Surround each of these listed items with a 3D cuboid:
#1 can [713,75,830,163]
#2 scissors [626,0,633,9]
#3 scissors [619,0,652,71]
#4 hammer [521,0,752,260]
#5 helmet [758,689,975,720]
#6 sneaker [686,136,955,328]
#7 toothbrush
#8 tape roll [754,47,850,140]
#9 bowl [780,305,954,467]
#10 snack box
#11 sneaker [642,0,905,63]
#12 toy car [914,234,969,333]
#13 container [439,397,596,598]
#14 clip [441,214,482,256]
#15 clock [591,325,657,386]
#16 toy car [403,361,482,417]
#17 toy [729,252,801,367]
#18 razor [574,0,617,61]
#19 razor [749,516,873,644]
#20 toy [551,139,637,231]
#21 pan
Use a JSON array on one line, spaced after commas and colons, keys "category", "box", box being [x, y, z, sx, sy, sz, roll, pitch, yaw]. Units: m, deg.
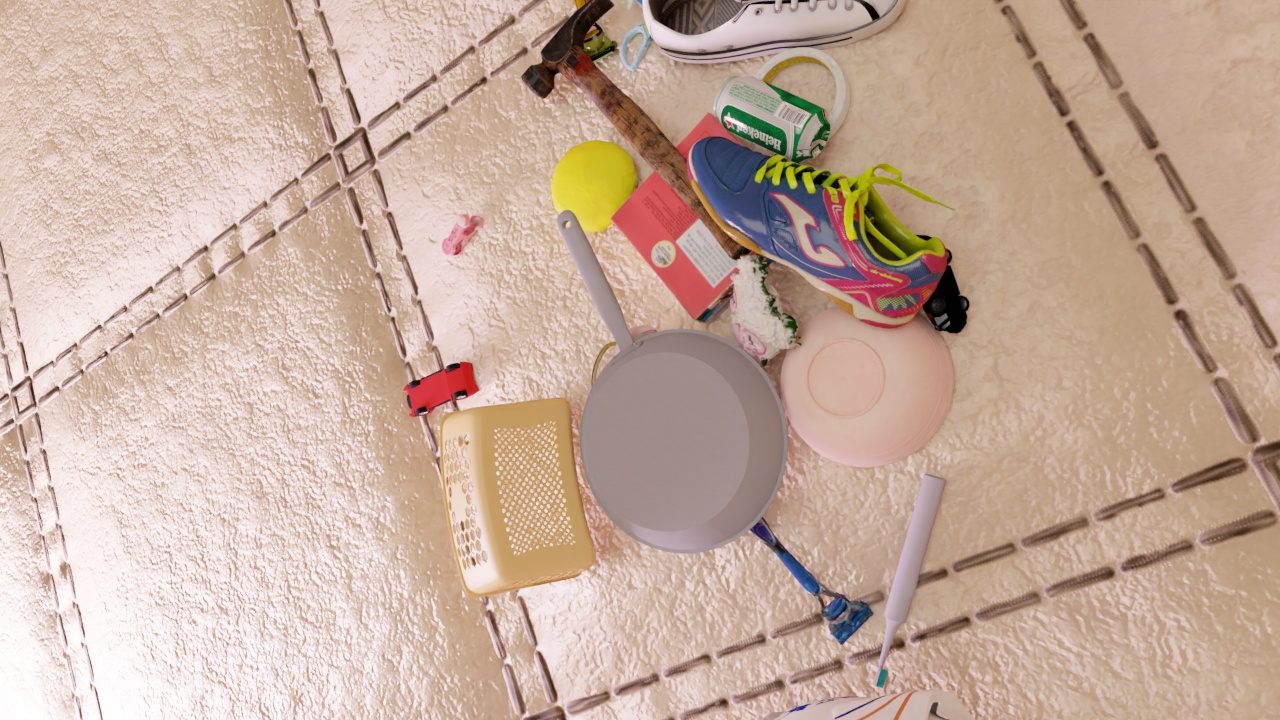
[{"category": "can", "box": [0.119, -0.217, 0.824, 0.101, 0.053, 0.053, 32, 100, 24]}, {"category": "scissors", "box": [-0.014, -0.416, 0.947, 0.119, 0.014, 0.129, -2, 80, 28]}, {"category": "scissors", "box": [0.023, -0.347, 0.930, 0.125, 0.013, 0.130, 44, 102, 21]}, {"category": "hammer", "box": [0.009, -0.220, 0.875, 0.120, 0.033, 0.330, -46, 63, 15]}, {"category": "helmet", "box": [0.147, 0.383, 0.688, 0.315, 0.231, 0.235, -36, 40, 16]}, {"category": "sneaker", "box": [0.146, -0.132, 0.762, 0.242, 0.116, 0.091, 39, 136, 16]}, {"category": "toothbrush", "box": [0.226, 0.189, 0.781, 0.019, 0.018, 0.188, 17, 94, 28]}, {"category": "tape roll", "box": [0.146, -0.242, 0.854, 0.094, 0.019, 0.094, -2, 85, 27]}, {"category": "bowl", "box": [0.184, 0.017, 0.784, 0.153, 0.076, 0.153, -2, 85, 27]}, {"category": "snack box", "box": [0.065, -0.134, 0.875, 0.145, 0.040, 0.142, -45, 68, 17]}, {"category": "sneaker", "box": [0.113, -0.337, 0.831, 0.246, 0.097, 0.091, 1, 87, 21]}, {"category": "toy car", "box": [0.246, -0.064, 0.779, 0.036, 0.042, 0.091, -28, 73, 45]}, {"category": "container", "box": [-0.128, 0.133, 0.907, 0.167, 0.129, 0.183, 151, 111, -64]}, {"category": "clip", "box": [-0.200, -0.140, 1.012, 0.060, 0.045, 0.023, -39, 66, 4]}, {"category": "clock", "box": [0.018, 0.029, 0.876, 0.158, 0.058, 0.117, 17, 93, 27]}, {"category": "toy car", "box": [-0.220, 0.032, 1.014, 0.090, 0.025, 0.038, -22, 77, 24]}, {"category": "toy", "box": [0.100, -0.035, 0.819, 0.041, 0.109, 0.095, -17, 71, -13]}, {"category": "razor", "box": [-0.061, -0.381, 0.970, 0.044, 0.021, 0.144, -20, 75, 24]}, {"category": "razor", "box": [0.142, 0.189, 0.824, 0.141, 0.018, 0.044, 45, 106, 22]}, {"category": "toy", "box": [-0.048, -0.179, 0.935, 0.094, 0.041, 0.095, 38, 102, 18]}, {"category": "pan", "box": [-0.005, 0.005, 0.835, 0.201, 0.050, 0.356, -34, 74, 20]}]
